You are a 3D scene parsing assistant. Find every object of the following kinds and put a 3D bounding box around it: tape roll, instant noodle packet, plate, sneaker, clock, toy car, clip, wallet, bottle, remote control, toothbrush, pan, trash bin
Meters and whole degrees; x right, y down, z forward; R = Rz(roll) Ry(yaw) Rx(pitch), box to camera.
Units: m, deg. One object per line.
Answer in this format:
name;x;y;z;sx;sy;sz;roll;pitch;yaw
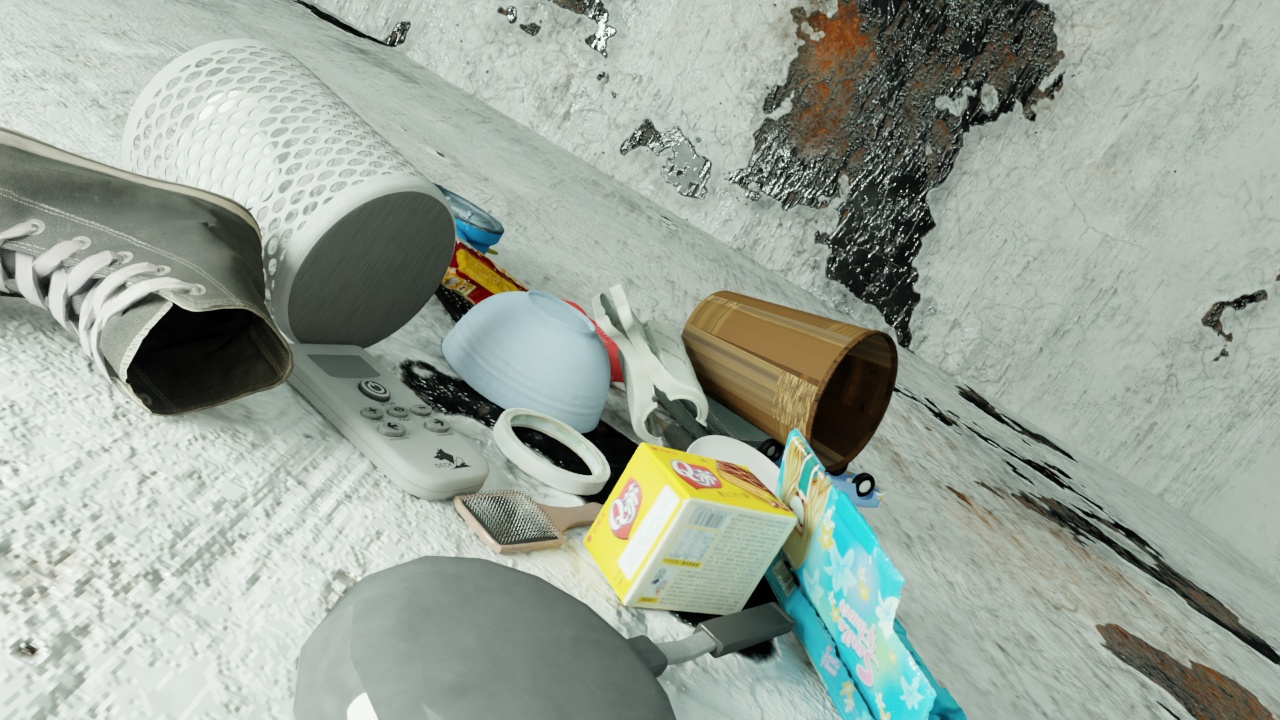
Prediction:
tape roll;-0.065;0.067;0.681;0.093;0.013;0.093;29;14;-8
instant noodle packet;-0.142;-0.067;0.895;0.135;0.040;0.098;36;8;-28
plate;0.088;0.119;0.754;0.134;0.011;0.134;26;35;-21
sneaker;-0.292;-0.041;0.451;0.234;0.095;0.120;15;30;-47
clock;-0.219;-0.145;0.987;0.117;0.060;0.161;35;17;10
toy car;0.160;0.115;0.866;0.153;0.055;0.056;14;15;-29
clip;0.016;0.000;0.794;0.104;0.152;0.126;-12;30;-4
wallet;0.084;0.057;0.935;0.100;0.054;0.131;3;29;-38
bottle;-0.045;-0.013;0.927;0.141;0.042;0.041;41;18;33
remote control;-0.162;0.034;0.584;0.151;0.019;0.074;37;16;23
toothbrush;0.042;0.080;0.839;0.185;0.022;0.024;41;-3;39
pan;-0.004;0.152;0.466;0.178;0.041;0.356;40;17;31
remote control;-0.184;-0.063;0.881;0.030;0.009;0.140;18;19;-41
trash bin;-0.241;-0.111;0.650;0.183;0.157;0.156;40;17;21

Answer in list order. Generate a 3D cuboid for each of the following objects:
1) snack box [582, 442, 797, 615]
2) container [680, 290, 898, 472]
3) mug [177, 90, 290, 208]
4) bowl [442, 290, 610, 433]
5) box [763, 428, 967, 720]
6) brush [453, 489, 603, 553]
snack box;0.033;0.110;0.592;0.105;0.084;0.061;18;18;-39
container;0.129;0.008;0.850;0.167;0.132;0.132;27;9;38
mug;-0.355;-0.185;0.805;0.082;0.083;0.106;24;18;-25
bowl;-0.084;-0.011;0.780;0.150;0.075;0.150;28;14;-8
box;0.139;0.172;0.602;0.171;0.084;0.227;61;1;-29
brush;-0.058;0.098;0.589;0.050;0.015;0.135;41;18;30
